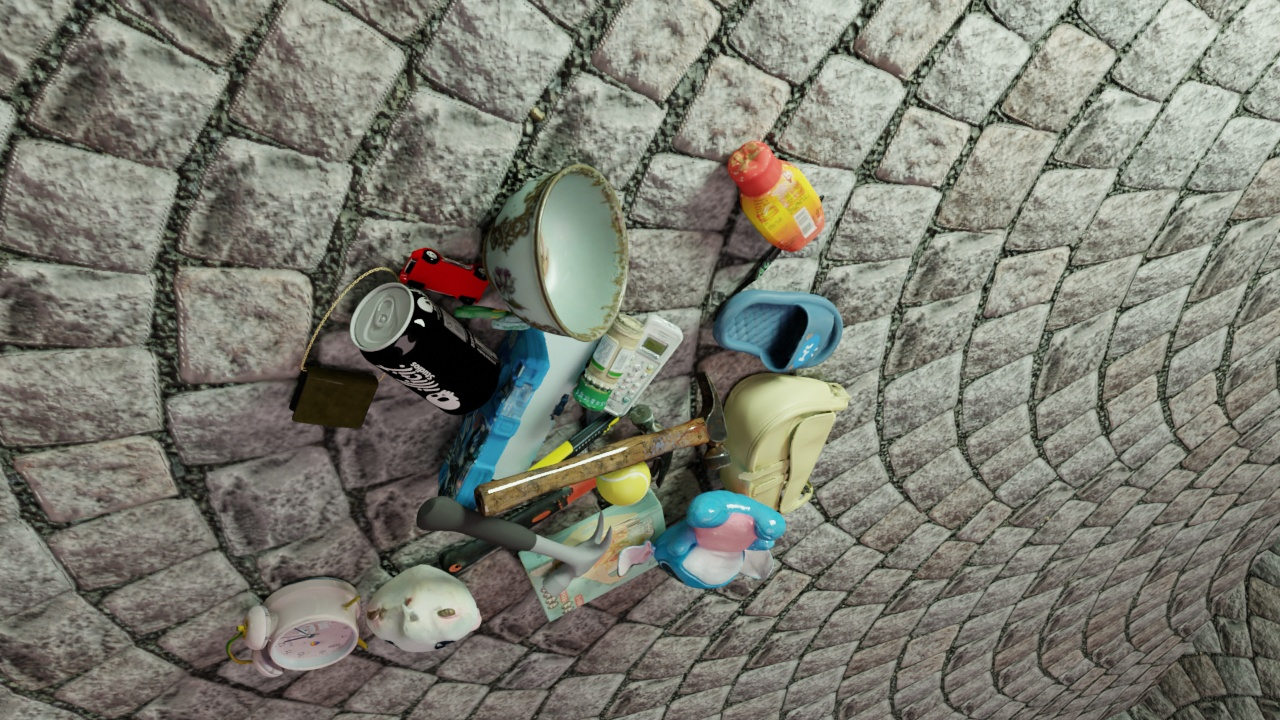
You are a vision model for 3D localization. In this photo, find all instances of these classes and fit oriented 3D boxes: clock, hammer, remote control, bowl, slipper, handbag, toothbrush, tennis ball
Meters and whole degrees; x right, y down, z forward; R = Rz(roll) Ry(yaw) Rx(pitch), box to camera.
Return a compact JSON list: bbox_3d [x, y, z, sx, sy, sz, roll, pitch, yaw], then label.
[{"bbox_3d":[-0.414,0.325,1.104,0.157,0.058,0.117,-11,133,-19],"label":"clock"},{"bbox_3d":[-0.137,0.199,1.043,0.125,0.029,0.310,-44,144,8],"label":"hammer"},{"bbox_3d":[-0.109,0.179,1.158,0.333,0.033,0.133,-30,138,1],"label":"hammer"},{"bbox_3d":[-0.036,0.103,1.031,0.329,0.033,0.120,-14,93,-34],"label":"hammer"},{"bbox_3d":[-0.006,0.006,1.054,0.050,0.022,0.134,28,114,-20],"label":"remote control"},{"bbox_3d":[-0.088,-0.098,0.851,0.094,0.159,0.160,2,145,27],"label":"bowl"},{"bbox_3d":[0.172,-0.033,1.083,0.213,0.059,0.104,13,119,-44],"label":"slipper"},{"bbox_3d":[-0.281,-0.014,0.896,0.084,0.027,0.178,11,118,-37],"label":"handbag"},{"bbox_3d":[0.145,-0.112,1.036,0.014,0.017,0.188,19,118,-49],"label":"toothbrush"},{"bbox_3d":[0.187,0.123,1.225,0.190,0.088,0.233,-9,132,-26],"label":"handbag"},{"bbox_3d":[-0.021,0.141,1.098,0.065,0.065,0.065,-15,135,-16],"label":"tennis ball"}]

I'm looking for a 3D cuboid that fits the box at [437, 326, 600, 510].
[{"bbox_3d":[-0.129,0.072,1.006,0.113,0.114,0.244,17,120,-24],"label":"box"}]

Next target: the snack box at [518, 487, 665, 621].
[{"bbox_3d":[-0.057,0.262,1.237,0.193,0.044,0.142,-25,141,-13],"label":"snack box"}]

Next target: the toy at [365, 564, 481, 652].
[{"bbox_3d":[-0.265,0.319,1.156,0.139,0.101,0.180,-3,154,7],"label":"toy"}]

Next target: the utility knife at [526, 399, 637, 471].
[{"bbox_3d":[-0.067,0.094,1.095,0.174,0.020,0.029,-39,156,-6],"label":"utility knife"}]

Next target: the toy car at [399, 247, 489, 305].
[{"bbox_3d":[-0.184,-0.082,0.879,0.089,0.025,0.038,16,123,-36],"label":"toy car"}]

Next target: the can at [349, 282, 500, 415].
[{"bbox_3d":[-0.204,-0.008,0.885,0.080,0.080,0.146,-36,143,6],"label":"can"}]

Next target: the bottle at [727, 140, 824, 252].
[{"bbox_3d":[0.139,-0.171,0.954,0.071,0.048,0.134,-40,136,9],"label":"bottle"}]

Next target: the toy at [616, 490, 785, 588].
[{"bbox_3d":[0.084,0.235,1.198,0.224,0.098,0.192,6,143,-18],"label":"toy"}]

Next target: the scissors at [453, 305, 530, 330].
[{"bbox_3d":[-0.115,-0.042,0.900,0.130,0.112,0.012,0,104,-29],"label":"scissors"}]

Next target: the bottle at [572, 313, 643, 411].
[{"bbox_3d":[-0.035,0.002,1.018,0.042,0.042,0.110,14,113,-37],"label":"bottle"}]
